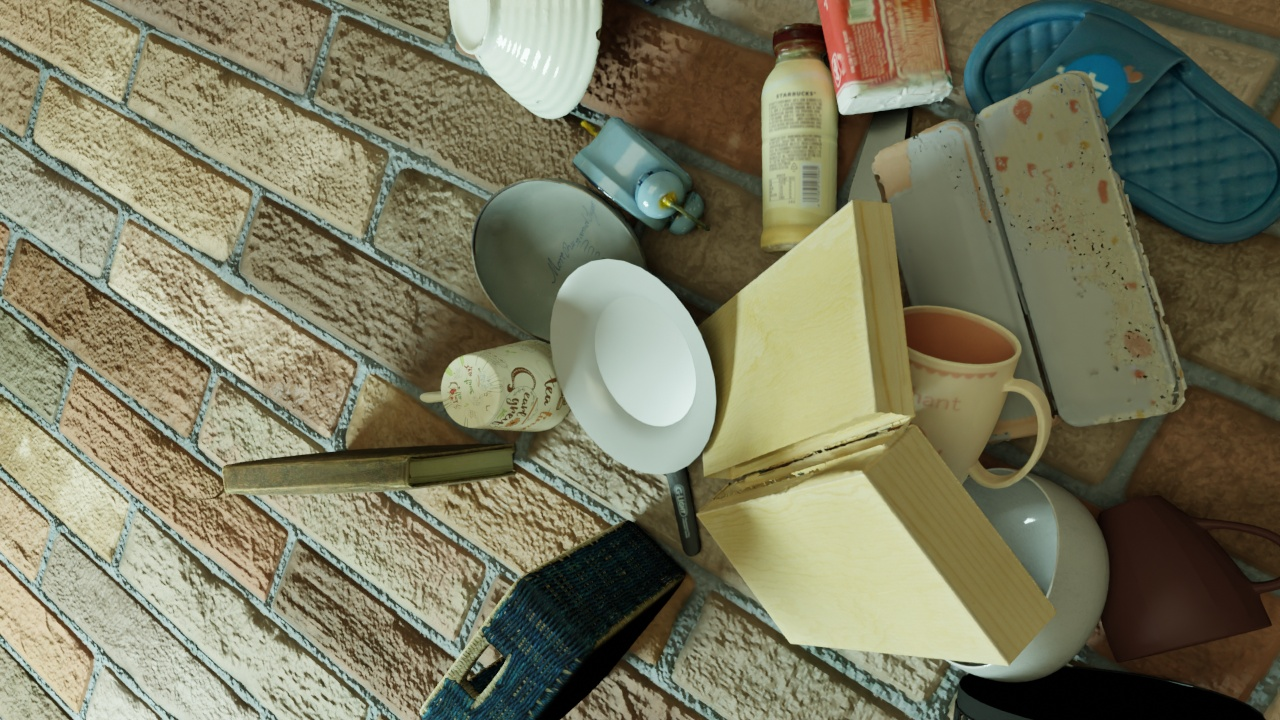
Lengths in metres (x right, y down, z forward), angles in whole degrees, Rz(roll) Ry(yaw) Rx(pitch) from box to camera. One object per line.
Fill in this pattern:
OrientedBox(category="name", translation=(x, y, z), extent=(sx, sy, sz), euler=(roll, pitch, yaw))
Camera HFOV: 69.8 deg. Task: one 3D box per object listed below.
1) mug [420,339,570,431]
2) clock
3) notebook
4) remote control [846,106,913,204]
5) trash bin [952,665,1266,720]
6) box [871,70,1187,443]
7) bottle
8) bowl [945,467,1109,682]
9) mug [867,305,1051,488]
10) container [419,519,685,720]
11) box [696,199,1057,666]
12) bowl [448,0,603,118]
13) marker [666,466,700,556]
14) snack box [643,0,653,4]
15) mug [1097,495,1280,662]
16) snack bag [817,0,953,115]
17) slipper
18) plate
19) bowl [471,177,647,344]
OrientedBox(category="mug", translation=(-0.132, 0.024, 0.777), extent=(0.122, 0.097, 0.081), euler=(-3, 90, 26))
OrientedBox(category="clock", translation=(0.005, -0.137, 0.710), extent=(0.124, 0.088, 0.052), euler=(44, 103, 21))
OrientedBox(category="notebook", translation=(-0.246, 0.095, 0.786), extent=(0.216, 0.189, 0.034), euler=(-6, 87, 28))
OrientedBox(category="remote control", translation=(0.173, -0.129, 0.669), extent=(0.039, 0.010, 0.125), euler=(14, 97, 25))
OrientedBox(category="trash bin", translation=(0.272, 0.321, 0.534), extent=(0.217, 0.216, 0.243), euler=(-2, 84, 26))
OrientedBox(category="box", translation=(0.246, -0.059, 0.595), extent=(0.149, 0.042, 0.216), euler=(-16, 88, 37))
OrientedBox(category="bottle", translation=(0.117, -0.159, 0.671), extent=(0.057, 0.056, 0.162), euler=(1, 92, 26))
OrientedBox(category="bowl", translation=(0.243, 0.140, 0.589), extent=(0.064, 0.131, 0.132), euler=(21, 104, -15))
OrientedBox(category="mug", translation=(0.198, 0.034, 0.579), extent=(0.111, 0.085, 0.104), euler=(26, 125, 31))
OrientedBox(category="container", translation=(-0.058, 0.212, 0.696), extent=(0.071, 0.187, 0.145), euler=(41, 108, 16))
OrientedBox(category="box", translation=(0.112, 0.063, 0.590), extent=(0.248, 0.096, 0.261), euler=(140, 117, -67))
OrientedBox(category="bowl", translation=(-0.104, -0.280, 0.724), extent=(0.177, 0.070, 0.177), euler=(26, 122, 51))
OrientedBox(category="marker", translation=(0.030, 0.098, 0.745), extent=(0.018, 0.015, 0.123), euler=(-13, 88, 25))
OrientedBox(category="snack box", translation=(-0.017, -0.330, 0.637), extent=(0.059, 0.226, 0.059), euler=(-28, 78, 15))
OrientedBox(category="mug", translation=(0.332, 0.126, 0.561), extent=(0.114, 0.087, 0.088), euler=(-28, 62, 30))
OrientedBox(category="snack bag", translation=(0.167, -0.233, 0.639), extent=(0.077, 0.036, 0.116), euler=(-10, 84, -5))
OrientedBox(category="slipper", translation=(0.307, -0.156, 0.576), extent=(0.214, 0.059, 0.104), euler=(39, 105, 19))
OrientedBox(category="plate", translation=(-0.004, 0.004, 0.710), extent=(0.173, 0.019, 0.173), euler=(21, 122, 38))
OrientedBox(category="bowl", translation=(-0.057, -0.086, 0.745), extent=(0.151, 0.056, 0.151), euler=(10, 125, 14))
